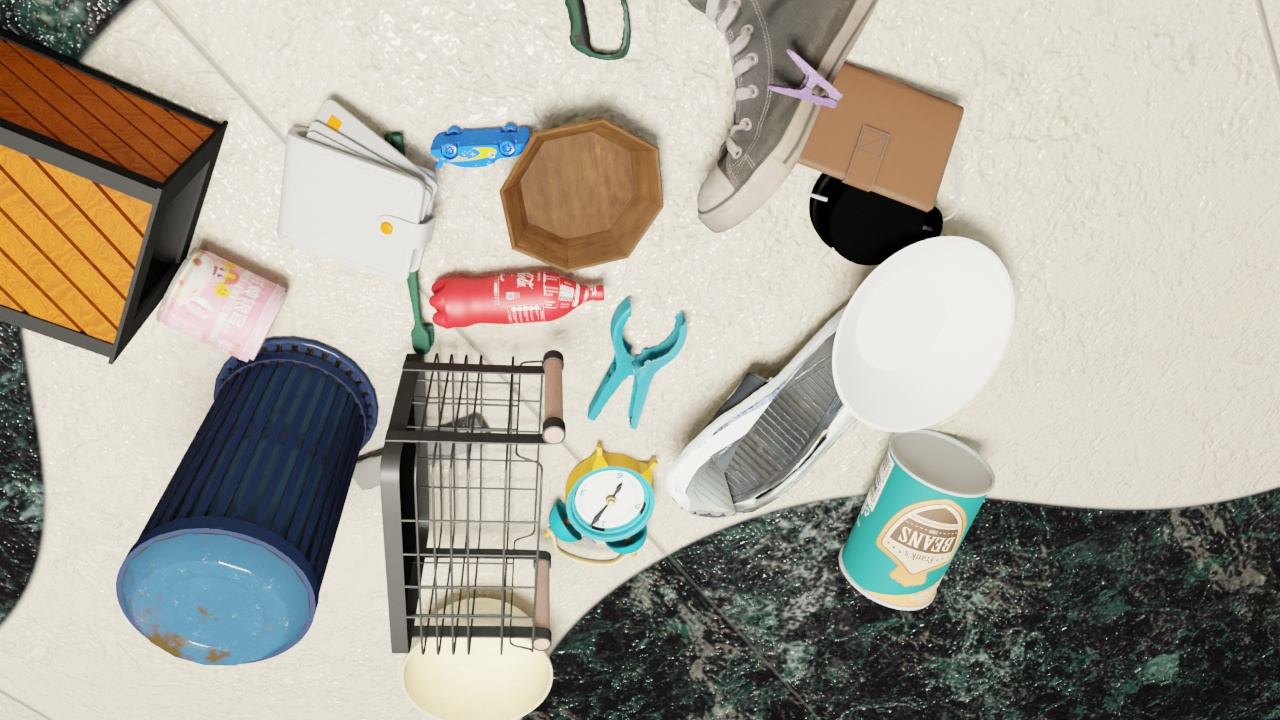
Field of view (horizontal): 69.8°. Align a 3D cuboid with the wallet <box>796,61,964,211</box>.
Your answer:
[{"bbox_3d":[0.177,-0.172,0.693,0.121,0.013,0.087,19,87,-5],"label":"wallet"}]

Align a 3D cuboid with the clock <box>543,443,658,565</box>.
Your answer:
[{"bbox_3d":[-0.034,0.143,0.884,0.099,0.043,0.130,16,112,-15],"label":"clock"}]

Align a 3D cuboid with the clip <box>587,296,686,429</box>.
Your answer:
[{"bbox_3d":[0.013,0.005,0.813,0.120,0.030,0.130,-3,122,-9],"label":"clip"}]

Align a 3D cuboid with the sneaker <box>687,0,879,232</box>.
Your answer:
[{"bbox_3d":[0.071,-0.209,0.647,0.120,0.095,0.235,19,120,-14],"label":"sneaker"}]

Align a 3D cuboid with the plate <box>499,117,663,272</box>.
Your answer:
[{"bbox_3d":[-0.047,-0.130,0.709,0.131,0.025,0.131,-10,130,-12],"label":"plate"}]

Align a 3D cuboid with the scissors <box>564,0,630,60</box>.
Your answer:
[{"bbox_3d":[-0.101,-0.284,0.629,0.206,0.015,0.202,-17,122,7],"label":"scissors"}]

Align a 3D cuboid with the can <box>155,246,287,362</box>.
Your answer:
[{"bbox_3d":[-0.328,-0.043,0.724,0.076,0.067,0.067,28,115,-20],"label":"can"}]

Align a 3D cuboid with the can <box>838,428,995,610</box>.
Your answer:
[{"bbox_3d":[0.262,0.152,0.882,0.099,0.099,0.144,9,120,-11],"label":"can"}]

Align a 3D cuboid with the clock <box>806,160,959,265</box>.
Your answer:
[{"bbox_3d":[0.197,-0.125,0.738,0.121,0.042,0.091,-15,122,4],"label":"clock"}]

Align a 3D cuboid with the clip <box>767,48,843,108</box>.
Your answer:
[{"bbox_3d":[0.112,-0.184,0.608,0.050,0.013,0.029,20,114,-17],"label":"clip"}]

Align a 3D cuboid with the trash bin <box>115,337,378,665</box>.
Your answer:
[{"bbox_3d":[-0.294,0.103,0.710,0.139,0.249,0.139,-3,122,-4],"label":"trash bin"}]

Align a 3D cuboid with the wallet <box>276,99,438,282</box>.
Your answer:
[{"bbox_3d":[-0.211,-0.129,0.690,0.118,0.037,0.115,20,119,1],"label":"wallet"}]

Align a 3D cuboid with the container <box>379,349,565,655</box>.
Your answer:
[{"bbox_3d":[-0.135,0.119,0.768,0.130,0.162,0.242,2,122,-7],"label":"container"}]

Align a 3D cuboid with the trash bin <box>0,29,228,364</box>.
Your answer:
[{"bbox_3d":[-0.408,-0.118,0.627,0.171,0.139,0.140,22,117,-18],"label":"trash bin"}]

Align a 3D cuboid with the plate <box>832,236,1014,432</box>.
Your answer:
[{"bbox_3d":[0.230,-0.025,0.775,0.173,0.036,0.174,-8,116,-17],"label":"plate"}]

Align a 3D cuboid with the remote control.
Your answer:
[{"bbox_3d":[-0.204,0.085,0.847,0.136,0.013,0.033,-20,122,8],"label":"remote control"}]

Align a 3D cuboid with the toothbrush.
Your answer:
[{"bbox_3d":[-0.185,-0.090,0.740,0.016,0.017,0.190,6,121,11],"label":"toothbrush"}]

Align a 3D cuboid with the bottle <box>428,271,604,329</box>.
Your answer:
[{"bbox_3d":[-0.101,-0.051,0.756,0.141,0.041,0.042,-4,122,-3],"label":"bottle"}]

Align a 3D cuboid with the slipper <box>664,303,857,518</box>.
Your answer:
[{"bbox_3d":[0.132,0.041,0.826,0.264,0.063,0.111,-43,120,6],"label":"slipper"}]

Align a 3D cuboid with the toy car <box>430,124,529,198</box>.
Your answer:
[{"bbox_3d":[-0.128,-0.145,0.703,0.092,0.033,0.062,-2,129,0],"label":"toy car"}]

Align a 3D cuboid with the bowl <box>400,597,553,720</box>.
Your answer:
[{"bbox_3d":[-0.166,0.299,0.946,0.150,0.075,0.151,-2,122,-3],"label":"bowl"}]
